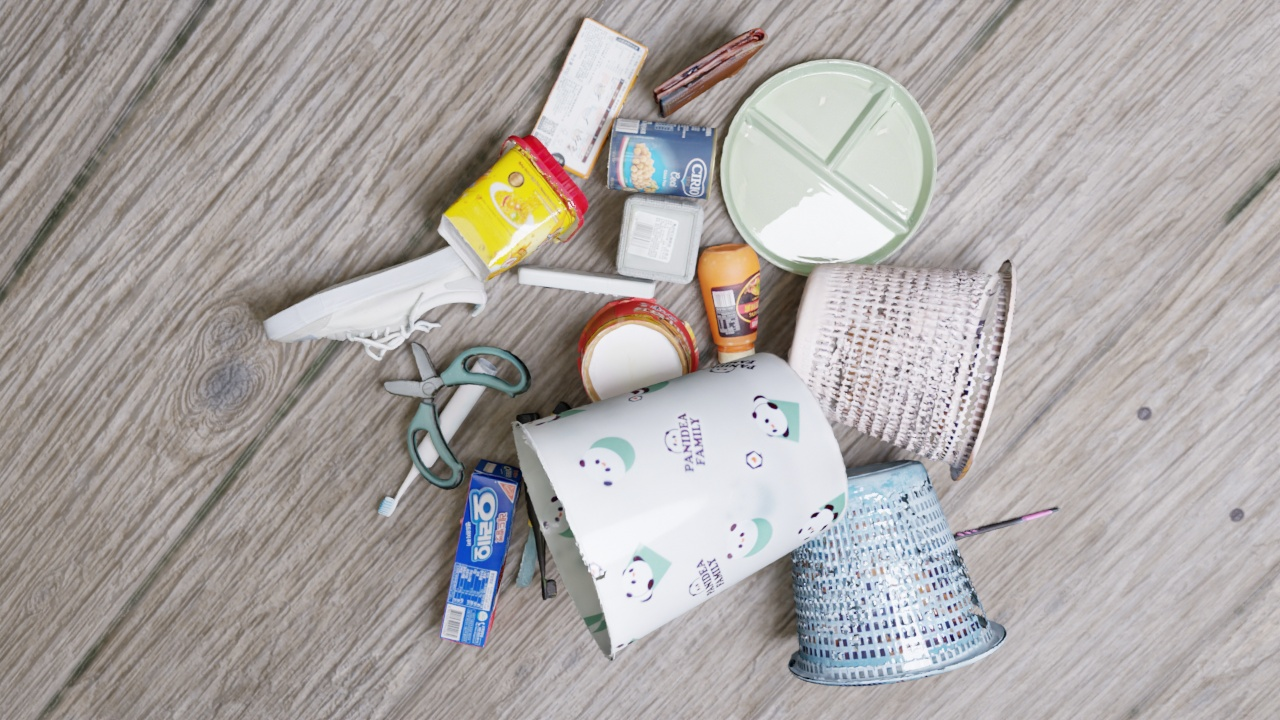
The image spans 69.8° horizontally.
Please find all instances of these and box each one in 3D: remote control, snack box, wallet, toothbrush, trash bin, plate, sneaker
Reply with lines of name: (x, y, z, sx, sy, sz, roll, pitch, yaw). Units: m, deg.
remote control: (-0.059, -0.085, 1.002, 0.150, 0.058, 0.021, 7, 100, 2)
snack box: (-0.058, -0.280, 0.986, 0.075, 0.026, 0.154, 27, 99, -2)
wallet: (0.068, -0.295, 0.941, 0.124, 0.101, 0.032, -32, 99, 6)
toothbrush: (0.388, 0.194, 1.054, 0.189, 0.014, 0.018, -18, 89, 5)
trash bin: (0.038, 0.119, 0.859, 0.251, 0.230, 0.229, -21, 98, -14)
trash bin: (0.248, 0.213, 0.974, 0.226, 0.226, 0.195, -12, 85, 4)
plate: (0.201, -0.204, 0.988, 0.230, 0.027, 0.230, 0, 99, 3)
toothbrush: (-0.236, 0.092, 1.055, 0.026, 0.026, 0.221, 31, 101, -28)
trash bin: (0.256, -0.009, 0.939, 0.192, 0.227, 0.227, 13, 100, 13)
toothbrush: (-0.116, 0.166, 1.042, 0.027, 0.026, 0.212, -7, 90, -22)
sneaker: (-0.285, -0.052, 1.007, 0.242, 0.089, 0.091, -19, 102, -1)
snack box: (-0.182, 0.222, 1.057, 0.057, 0.058, 0.207, 12, 100, 0)

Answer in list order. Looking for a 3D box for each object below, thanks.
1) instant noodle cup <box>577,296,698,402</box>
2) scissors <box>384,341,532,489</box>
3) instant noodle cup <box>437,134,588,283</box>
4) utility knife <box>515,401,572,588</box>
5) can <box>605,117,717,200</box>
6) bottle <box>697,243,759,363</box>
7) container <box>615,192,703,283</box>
instant noodle cup: (-0.006, 0.006, 0.990, 0.138, 0.108, 0.138, 0, 100, 2)
scissors: (-0.199, 0.059, 1.023, 0.175, 0.019, 0.170, -6, 96, 7)
instant noodle cup: (-0.137, -0.151, 0.951, 0.123, 0.116, 0.116, -41, 96, -16)
utility knife: (-0.112, 0.158, 1.062, 0.033, 0.015, 0.231, 18, 98, 22)
can: (0.022, -0.213, 0.969, 0.111, 0.075, 0.075, 6, 99, 1)
bottle: (0.101, -0.050, 1.003, 0.067, 0.066, 0.149, -7, 106, 3)
container: (0.020, -0.127, 0.963, 0.090, 0.114, 0.090, 8, 100, 0)
